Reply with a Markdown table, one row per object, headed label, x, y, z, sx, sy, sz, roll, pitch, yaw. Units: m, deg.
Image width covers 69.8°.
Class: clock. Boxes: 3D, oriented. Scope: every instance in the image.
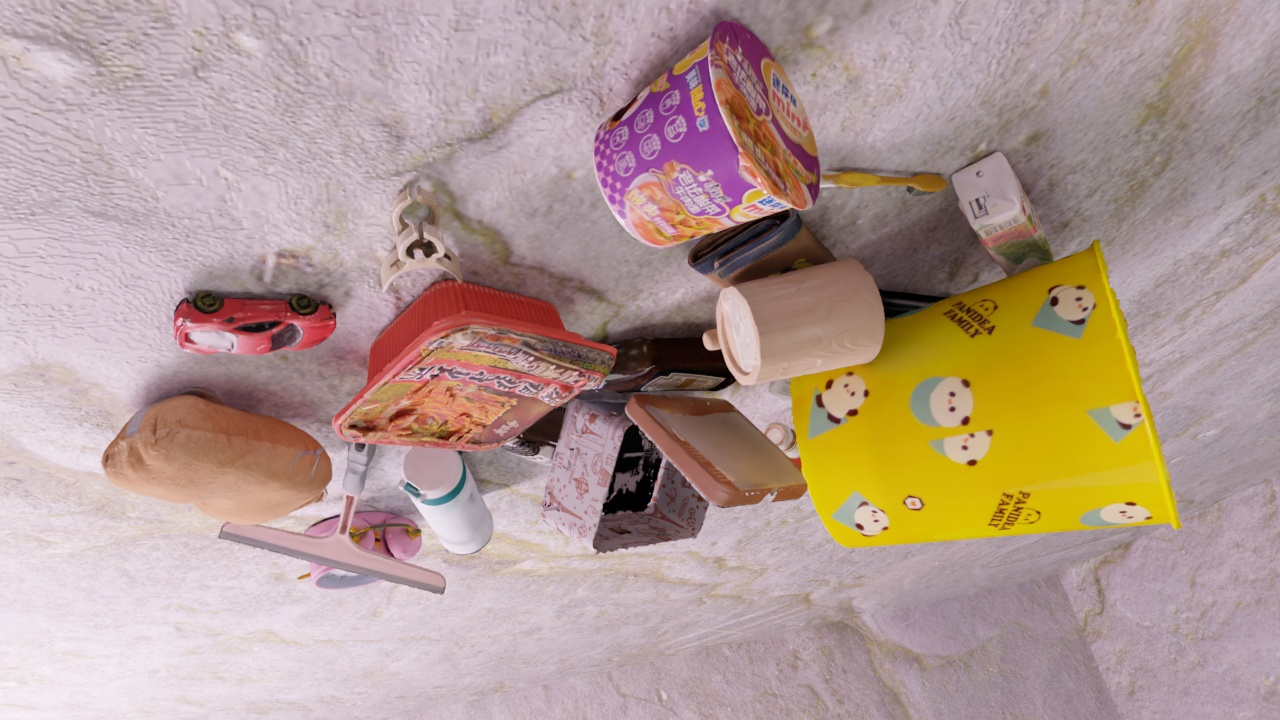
| label | x | y | z | sx | sy | sz | roll | pitch | yaw |
| --- | --- | --- | --- | --- | --- | --- | --- | --- | --- |
| clock | -0.323 | 0.217 | 1.068 | 0.117 | 0.059 | 0.159 | 10 | 143 | -42 |

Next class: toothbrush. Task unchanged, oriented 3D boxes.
| label | x | y | z | sx | sy | sz | roll | pitch | yaw |
| --- | --- | --- | --- | --- | --- | --- | --- | --- | --- |
| toothbrush | 0.145 | -0.129 | 0.665 | 0.191 | 0.016 | 0.018 | -4 | 161 | -24 |
| toothbrush | 0.302 | -0.051 | 0.901 | 0.212 | 0.027 | 0.026 | 1 | -166 | -33 |

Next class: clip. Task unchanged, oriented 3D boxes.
| label | x | y | z | sx | sy | sz | roll | pitch | yaw |
| --- | --- | --- | --- | --- | --- | --- | --- | --- | --- |
| clip | -0.147 | -0.075 | 0.600 | 0.061 | 0.034 | 0.097 | -9 | 163 | -15 |

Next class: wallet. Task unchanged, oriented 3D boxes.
| label | x | y | z | sx | sy | sz | roll | pitch | yaw |
| --- | --- | --- | --- | --- | --- | --- | --- | --- | --- |
| wallet | 0.100 | -0.078 | 0.728 | 0.090 | 0.033 | 0.115 | -26 | 156 | 21 |

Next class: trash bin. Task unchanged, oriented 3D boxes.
| label | x | y | z | sx | sy | sz | roll | pitch | yaw |
| --- | --- | --- | --- | --- | --- | --- | --- | --- | --- |
| trash bin | 0.277 | 0.046 | 0.766 | 0.256 | 0.229 | 0.229 | -15 | 157 | 26 |

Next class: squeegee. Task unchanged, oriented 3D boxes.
| label | x | y | z | sx | sy | sz | roll | pitch | yaw |
| --- | --- | --- | --- | --- | --- | --- | --- | --- | --- |
| squeegee | -0.293 | 0.136 | 0.929 | 0.247 | 0.040 | 0.250 | 18 | 136 | -10 |

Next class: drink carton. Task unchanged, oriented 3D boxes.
| label | x | y | z | sx | sy | sz | roll | pitch | yaw |
| --- | --- | --- | --- | --- | --- | --- | --- | --- | --- |
| drink carton | 0.290 | -0.112 | 0.733 | 0.046 | 0.053 | 0.122 | -23 | 154 | 27 |

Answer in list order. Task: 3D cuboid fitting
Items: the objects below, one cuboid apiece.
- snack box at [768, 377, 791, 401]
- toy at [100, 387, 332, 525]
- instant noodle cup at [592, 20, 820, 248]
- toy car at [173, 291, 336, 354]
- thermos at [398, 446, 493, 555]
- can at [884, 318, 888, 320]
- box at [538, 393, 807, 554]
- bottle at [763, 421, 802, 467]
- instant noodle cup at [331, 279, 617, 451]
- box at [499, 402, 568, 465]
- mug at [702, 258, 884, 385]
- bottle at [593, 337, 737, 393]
| label | x | y | z | sx | sy | sz | roll | pitch | yaw |
| --- | --- | --- | --- | --- | --- | --- | --- | --- | --- |
| snack box | 0.215 | 0.031 | 0.928 | 0.157 | 0.026 | 0.085 | 19 | 151 | 3 |
| toy | -0.330 | 0.096 | 0.781 | 0.144 | 0.082 | 0.226 | -11 | 152 | 22 |
| instant noodle cup | 0.034 | -0.121 | 0.526 | 0.099 | 0.111 | 0.111 | -20 | 156 | 33 |
| toy car | -0.267 | -0.023 | 0.640 | 0.106 | 0.031 | 0.049 | -2 | 153 | -29 |
| thermos | -0.203 | 0.146 | 0.981 | 0.073 | 0.073 | 0.225 | -12 | 155 | -7 |
| can | 0.245 | 0.012 | 0.961 | 0.053 | 0.053 | 0.133 | -9 | 154 | -12 |
| box | 0.045 | 0.113 | 0.868 | 0.192 | 0.156 | 0.182 | 23 | -169 | 37 |
| bottle | 0.210 | 0.114 | 1.149 | 0.060 | 0.059 | 0.206 | -27 | 152 | 24 |
| instant noodle cup | -0.133 | 0.006 | 0.715 | 0.164 | 0.079 | 0.189 | 13 | 142 | -44 |
| box | -0.085 | 0.065 | 0.914 | 0.075 | 0.081 | 0.163 | 6 | 172 | 38 |
| mug | 0.116 | -0.029 | 0.728 | 0.103 | 0.084 | 0.125 | -12 | -177 | -16 |
| bottle | -0.005 | 0.005 | 0.824 | 0.194 | 0.044 | 0.080 | -1 | 161 | -24 |
